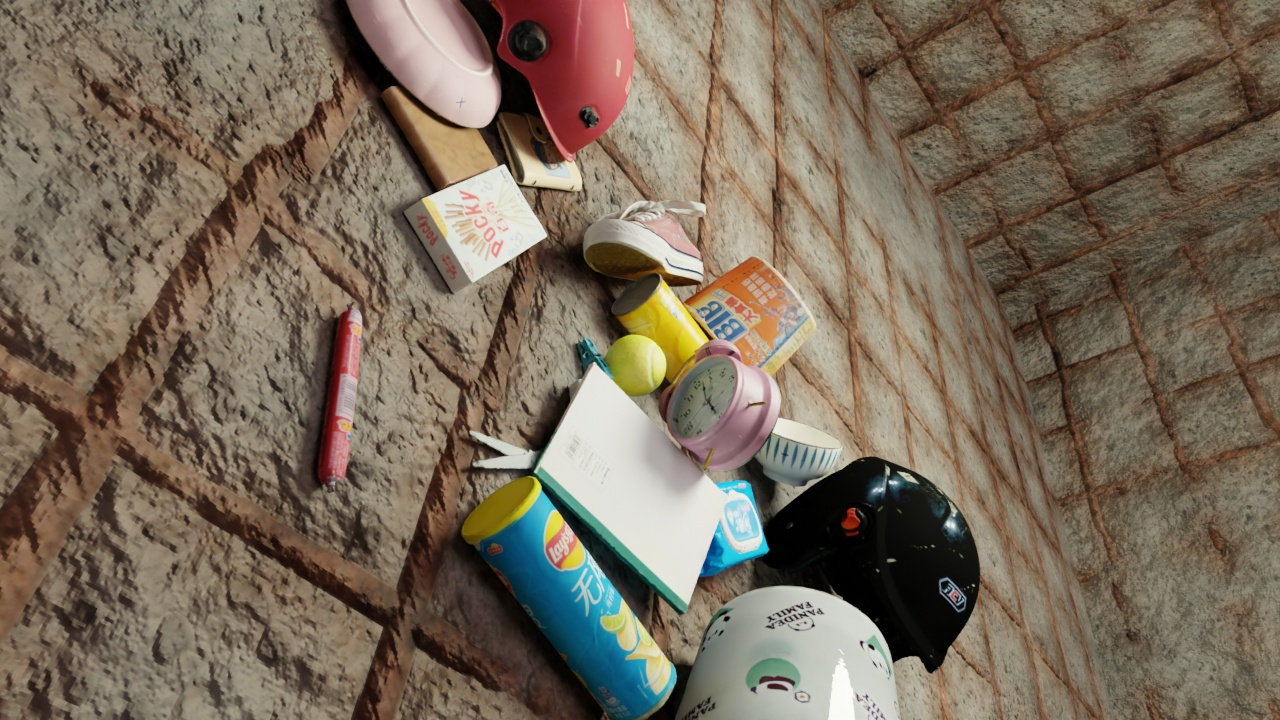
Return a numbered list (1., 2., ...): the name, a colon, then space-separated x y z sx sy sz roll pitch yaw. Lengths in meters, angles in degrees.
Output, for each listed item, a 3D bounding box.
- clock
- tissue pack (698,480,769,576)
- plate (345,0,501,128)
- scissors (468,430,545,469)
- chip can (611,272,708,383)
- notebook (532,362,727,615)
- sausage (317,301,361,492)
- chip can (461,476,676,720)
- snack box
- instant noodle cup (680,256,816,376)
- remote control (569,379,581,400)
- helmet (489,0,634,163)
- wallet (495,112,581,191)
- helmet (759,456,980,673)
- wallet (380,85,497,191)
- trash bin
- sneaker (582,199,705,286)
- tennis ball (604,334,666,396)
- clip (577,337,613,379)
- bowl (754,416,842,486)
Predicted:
1. clock: 0.075 0.041 0.958 0.059 0.117 0.158 33 12 -29
2. tissue pack: 0.092 0.180 1.006 0.157 0.052 0.095 4 65 -58
3. plate: -0.199 -0.318 0.893 0.192 0.039 0.192 42 30 -31
4. scissors: -0.090 0.083 0.822 0.170 0.012 0.143 50 33 -28
5. chip can: 0.056 0.000 1.063 0.213 0.072 0.071 51 32 -23
6. notebook: -0.003 0.120 0.875 0.209 0.012 0.150 47 43 -20
7. sausage: -0.214 0.023 0.658 0.020 0.020 0.155 33 43 -44
8. chip can: -0.054 0.195 0.737 0.210 0.071 0.071 56 30 -16
9. snack box: -0.151 -0.128 0.867 0.085 0.027 0.156 60 29 -11
10. instant noodle cup: 0.134 -0.048 1.123 0.151 0.111 0.151 50 -1 1
11. remote control: -0.021 0.068 0.930 0.136 0.020 0.055 38 29 -40
12. helmet: -0.076 -0.352 0.991 0.240 0.144 0.206 63 12 0
13. wallet: -0.112 -0.230 1.012 0.115 0.024 0.087 -12 83 -60
14. helmet: 0.292 0.243 1.108 0.233 0.230 0.275 50 -6 -25
15. wallet: -0.189 -0.220 0.882 0.101 0.020 0.115 60 27 -11
16. trash bin: 0.124 0.343 0.778 0.229 0.230 0.251 56 26 -16
17. sneaker: 0.008 -0.142 1.058 0.240 0.118 0.088 8 79 -63
18. tennis ball: -0.006 0.006 0.964 0.065 0.066 0.065 38 39 -40
19. clip: -0.049 0.002 0.941 0.013 0.037 0.055 8 54 -59
20. bowl: 0.194 0.121 1.180 0.116 0.116 0.066 -4 111 -59
